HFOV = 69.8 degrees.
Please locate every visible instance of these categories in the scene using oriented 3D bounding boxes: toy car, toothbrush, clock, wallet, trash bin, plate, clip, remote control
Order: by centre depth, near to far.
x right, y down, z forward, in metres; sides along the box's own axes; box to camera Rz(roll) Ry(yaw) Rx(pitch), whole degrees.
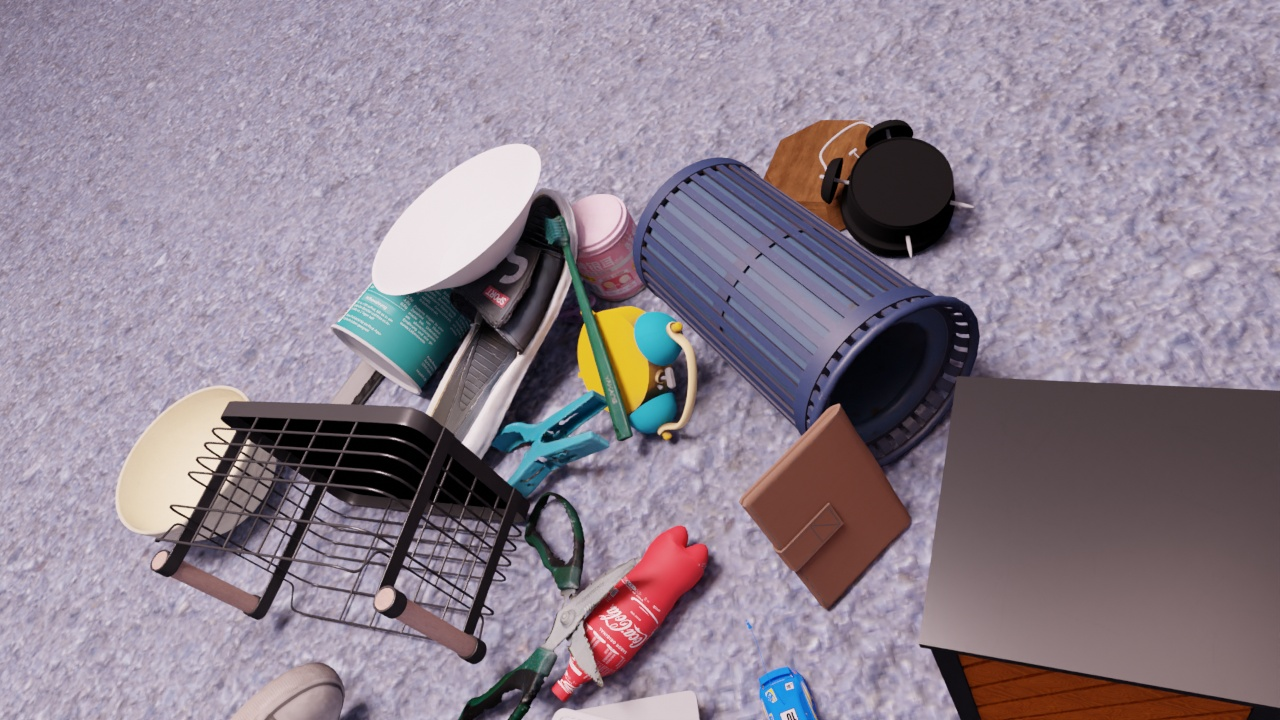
[{"bbox_3d":[0.236,0.116,0.469,0.140,0.172,0.139,3,58,28],"label":"trash bin"},{"bbox_3d":[0.086,0.208,0.550,0.033,0.062,0.092,-26,50,7],"label":"toy car"},{"bbox_3d":[-0.011,0.261,0.578,0.119,0.037,0.115,4,59,25],"label":"wallet"},{"bbox_3d":[0.119,0.094,0.579,0.087,0.121,0.013,-44,33,-9],"label":"wallet"},{"bbox_3d":[0.104,-0.046,0.676,0.139,0.139,0.249,-39,48,-4],"label":"trash bin"},{"bbox_3d":[-0.043,-0.027,0.722,0.016,0.017,0.189,-33,72,53],"label":"toothbrush"},{"bbox_3d":[-0.079,0.085,0.726,0.131,0.030,0.120,-12,52,40],"label":"clip"},{"bbox_3d":[-0.004,0.004,0.728,0.043,0.099,0.130,-15,28,-42],"label":"clock"},{"bbox_3d":[0.197,-0.141,0.733,0.091,0.042,0.120,-38,70,-3],"label":"clock"},{"bbox_3d":[-0.146,-0.109,0.774,0.174,0.036,0.173,-23,40,21],"label":"plate"},{"bbox_3d":[0.162,-0.167,0.805,0.131,0.025,0.131,-13,52,18],"label":"plate"},{"bbox_3d":[-0.054,-0.044,0.825,0.050,0.029,0.013,-6,55,31],"label":"clip"},{"bbox_3d":[-0.281,0.035,0.888,0.033,0.013,0.136,20,70,36],"label":"remote control"}]

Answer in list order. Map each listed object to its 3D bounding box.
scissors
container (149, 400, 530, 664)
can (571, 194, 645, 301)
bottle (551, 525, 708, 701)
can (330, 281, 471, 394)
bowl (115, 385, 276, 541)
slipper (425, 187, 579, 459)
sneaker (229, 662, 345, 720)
[{"bbox_3d":[-0.075,0.179,0.660,0.202,0.015,0.205,-44,30,16],"label":"scissors"},{"bbox_3d":[-0.220,0.129,0.687,0.242,0.163,0.130,0,57,29],"label":"container"},{"bbox_3d":[-0.030,-0.101,0.819,0.067,0.076,0.067,-13,52,18],"label":"can"},{"bbox_3d":[-0.008,0.176,0.633,0.141,0.042,0.042,-47,50,-10],"label":"bottle"},{"bbox_3d":[-0.201,-0.055,0.856,0.099,0.099,0.143,23,69,36],"label":"can"},{"bbox_3d":[-0.399,0.106,0.855,0.151,0.075,0.150,-14,51,18],"label":"bowl"},{"bbox_3d":[-0.131,-0.029,0.776,0.111,0.063,0.264,27,93,50],"label":"slipper"},{"bbox_3d":[-0.243,0.328,0.610,0.120,0.095,0.234,11,60,29],"label":"sneaker"}]
